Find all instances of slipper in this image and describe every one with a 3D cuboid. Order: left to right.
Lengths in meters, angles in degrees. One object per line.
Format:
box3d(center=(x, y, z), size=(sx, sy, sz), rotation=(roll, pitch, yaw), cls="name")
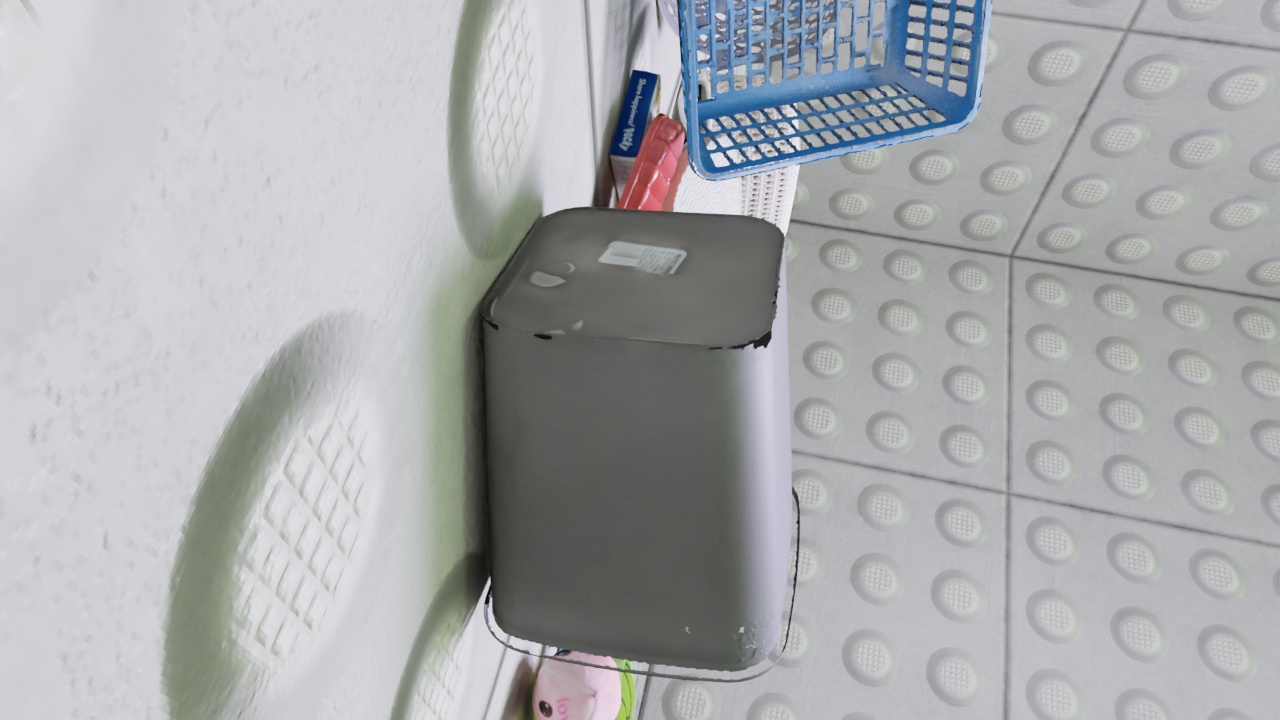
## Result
box3d(center=(0.000, -0.071, 0.741), size=(0.103, 0.059, 0.249), rotation=(-18, 127, -78), cls="slipper")
box3d(center=(0.048, -0.099, 0.884), size=(0.114, 0.054, 0.273), rotation=(-42, 149, -31), cls="slipper")

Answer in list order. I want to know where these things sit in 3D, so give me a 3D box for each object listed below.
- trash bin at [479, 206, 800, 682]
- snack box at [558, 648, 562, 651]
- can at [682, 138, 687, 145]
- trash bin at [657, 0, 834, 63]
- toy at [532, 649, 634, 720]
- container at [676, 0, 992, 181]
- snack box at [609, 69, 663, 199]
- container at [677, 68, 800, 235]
box3d(center=(0.003, 0.040, 0.560), size=(0.197, 0.197, 0.220), rotation=(-70, 162, -54), cls="trash bin")
box3d(center=(-0.068, 0.309, 0.975), size=(0.082, 0.027, 0.150), rotation=(85, 17, -63), cls="snack box")
box3d(center=(0.039, -0.190, 0.974), size=(0.102, 0.055, 0.054), rotation=(76, 25, -73), cls="can")
box3d(center=(0.107, -0.393, 0.826), size=(0.157, 0.156, 0.183), rotation=(83, 17, -67), cls="trash bin")
box3d(center=(-0.053, 0.320, 0.833), size=(0.189, 0.088, 0.239), rotation=(-49, 158, -32), cls="toy")
box3d(center=(0.131, -0.335, 0.667), size=(0.089, 0.257, 0.363), rotation=(-125, -155, -55), cls="container")
box3d(center=(0.001, -0.177, 0.806), size=(0.150, 0.026, 0.081), rotation=(75, 29, -73), cls="snack box")
box3d(center=(0.118, -0.246, 1.160), size=(0.252, 0.143, 0.184), rotation=(85, 3, -65), cls="container")
